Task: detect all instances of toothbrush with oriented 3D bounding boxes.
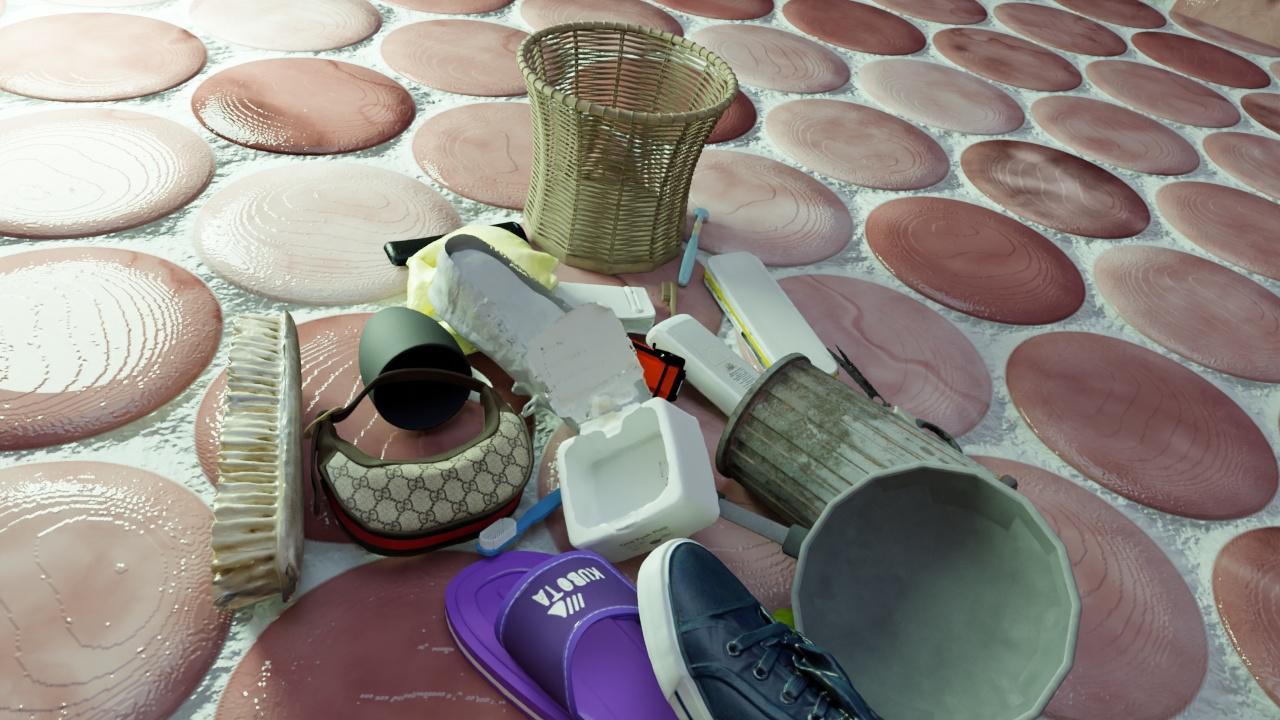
[{"bbox_3d":[-0.068,0.107,0.721,0.016,0.014,0.166,16,29,30],"label":"toothbrush"},{"bbox_3d":[0.031,-0.029,0.918,0.016,0.016,0.166,7,40,-6],"label":"toothbrush"},{"bbox_3d":[0.059,-0.131,1.044,0.022,0.016,0.154,21,41,-4],"label":"toothbrush"}]

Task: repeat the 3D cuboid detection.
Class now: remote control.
[{"bbox_3d":[-0.194,-0.125,0.974,0.151,0.020,0.041,-14,45,-25],"label":"remote control"},{"bbox_3d":[0.070,0.008,0.859,0.138,0.026,0.060,42,39,19],"label":"remote control"}]

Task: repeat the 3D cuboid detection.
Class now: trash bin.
[{"bbox_3d":[0.178,0.099,0.717,0.211,0.131,0.130,35,46,28],"label":"trash bin"}]

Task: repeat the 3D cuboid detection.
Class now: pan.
[{"bbox_3d":[0.120,0.132,0.644,0.358,0.041,0.178,20,82,37],"label":"pan"}]

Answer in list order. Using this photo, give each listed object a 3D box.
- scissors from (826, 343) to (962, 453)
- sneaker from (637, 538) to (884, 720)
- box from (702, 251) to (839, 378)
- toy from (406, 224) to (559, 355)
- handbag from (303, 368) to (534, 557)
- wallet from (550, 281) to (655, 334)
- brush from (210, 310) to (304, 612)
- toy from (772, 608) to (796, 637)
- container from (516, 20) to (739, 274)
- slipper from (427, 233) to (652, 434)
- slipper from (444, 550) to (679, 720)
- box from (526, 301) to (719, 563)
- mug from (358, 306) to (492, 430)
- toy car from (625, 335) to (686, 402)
[{"bbox_3d":[0.225,0.050,0.850,0.170,0.013,0.131,31,46,3],"label":"scissors"},{"bbox_3d":[0.107,0.210,0.524,0.120,0.127,0.294,0,47,-51],"label":"sneaker"},{"bbox_3d":[0.130,-0.040,0.945,0.064,0.033,0.209,-9,43,-20],"label":"box"},{"bbox_3d":[-0.154,-0.071,0.887,0.155,0.065,0.170,-7,47,2],"label":"toy"},{"bbox_3d":[-0.168,0.072,0.696,0.166,0.063,0.138,-13,63,-26],"label":"handbag"},{"bbox_3d":[-0.046,-0.051,0.918,0.116,0.032,0.086,3,30,-7],"label":"wallet"},{"bbox_3d":[-0.282,0.064,0.685,0.056,0.083,0.271,-3,43,-18],"label":"brush"},{"bbox_3d":[0.084,0.202,0.649,0.093,0.036,0.094,-11,49,-33],"label":"toy"},{"bbox_3d":[-0.025,-0.228,0.995,0.227,0.197,0.226,7,40,-6],"label":"container"},{"bbox_3d":[-0.086,-0.004,0.787,0.247,0.075,0.112,41,49,6],"label":"slipper"},{"bbox_3d":[-0.016,0.197,0.592,0.266,0.084,0.107,37,46,27],"label":"slipper"},{"bbox_3d":[-0.016,0.055,0.702,0.083,0.111,0.190,18,49,-62],"label":"box"},{"bbox_3d":[-0.186,0.003,0.792,0.118,0.085,0.100,20,18,-39],"label":"mug"},{"bbox_3d":[-0.005,0.005,0.840,0.100,0.051,0.048,24,9,18],"label":"toy car"}]
